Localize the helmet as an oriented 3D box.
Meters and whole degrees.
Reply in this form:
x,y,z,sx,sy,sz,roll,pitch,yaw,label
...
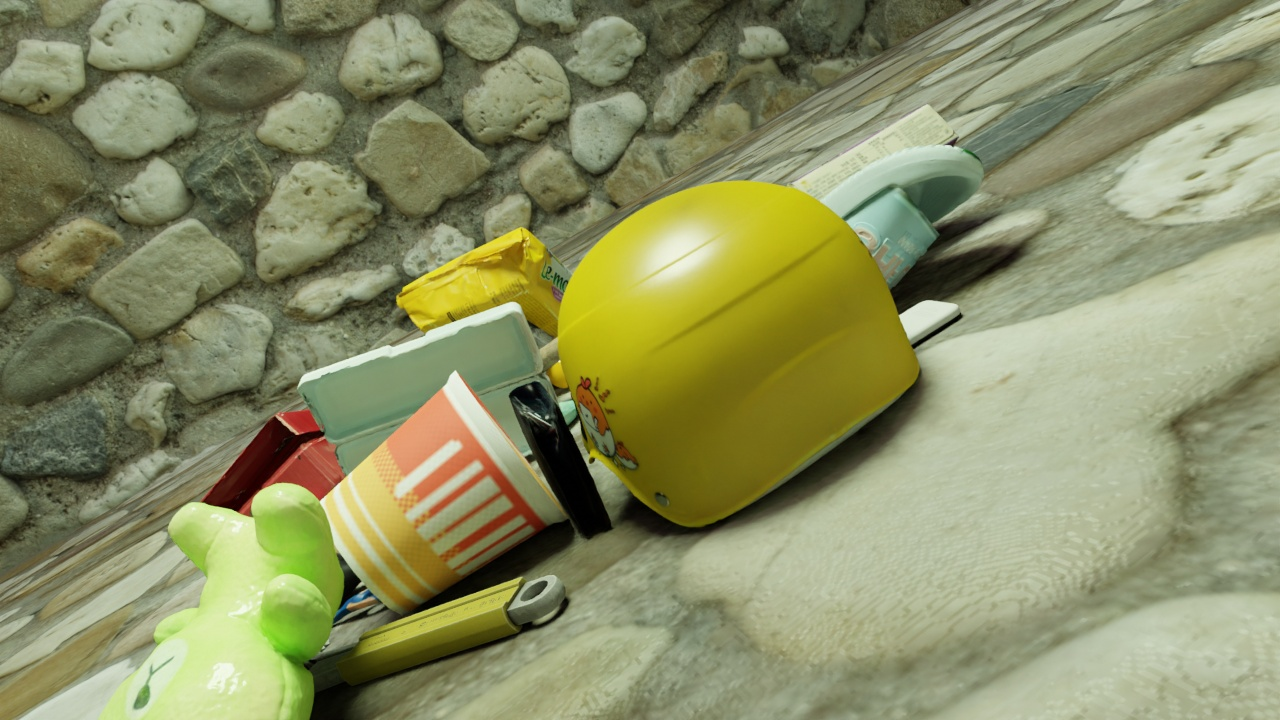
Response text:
x,y,z,sx,sy,sz,roll,pitch,yaw,label
0.035,-0.036,0.555,0.209,0.140,0.240,-33,34,-13,helmet

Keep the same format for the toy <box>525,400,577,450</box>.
x,y,z,sx,sy,sz,roll,pitch,yaw,label
-0.105,0.065,0.843,0.105,0.033,0.085,-24,0,16,toy

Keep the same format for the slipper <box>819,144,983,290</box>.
x,y,z,sx,sy,sz,roll,pitch,yaw,label
0.146,-0.067,0.680,0.246,0.074,0.104,-35,-21,25,slipper

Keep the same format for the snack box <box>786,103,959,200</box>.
x,y,z,sx,sy,sz,roll,pitch,yaw,label
0.179,-0.126,0.771,0.143,0.040,0.148,-31,-19,-14,snack box

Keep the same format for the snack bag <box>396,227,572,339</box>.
x,y,z,sx,sy,sz,roll,pitch,yaw,label
-0.141,-0.046,1.014,0.160,0.068,0.247,-23,-27,13,snack bag

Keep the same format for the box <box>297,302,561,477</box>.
x,y,z,sx,sy,sz,roll,pitch,yaw,label
-0.173,0.040,0.781,0.197,0.135,0.040,-19,25,2,box

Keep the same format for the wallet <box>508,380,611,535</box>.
x,y,z,sx,sy,sz,roll,pitch,yaw,label
-0.057,0.063,0.614,0.026,0.089,0.115,-26,12,-10,wallet

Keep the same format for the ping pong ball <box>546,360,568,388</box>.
x,y,z,sx,sy,sz,roll,pitch,yaw,label
-0.080,0.009,0.969,0.040,0.040,0.040,-28,13,7,ping pong ball

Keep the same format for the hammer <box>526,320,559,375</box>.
x,y,z,sx,sy,sz,roll,pitch,yaw,label
-0.032,-0.041,0.847,0.320,0.049,0.121,-33,36,37,hammer

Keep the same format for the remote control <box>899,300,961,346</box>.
x,y,z,sx,sy,sz,roll,pitch,yaw,label
0.140,0.002,0.599,0.146,0.008,0.045,-31,14,-7,remote control

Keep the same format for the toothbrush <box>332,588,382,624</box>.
x,y,z,sx,sy,sz,roll,pitch,yaw,label
-0.200,0.174,0.662,0.135,0.017,0.021,-25,24,19,toothbrush

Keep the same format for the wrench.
x,y,z,sx,sy,sz,roll,pitch,yaw,label
-0.159,0.178,0.554,0.274,0.018,0.083,-24,14,24,wrench

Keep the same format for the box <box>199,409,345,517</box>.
x,y,z,sx,sy,sz,roll,pitch,yaw,label
-0.352,0.132,0.901,0.157,0.092,0.129,-49,3,3,box

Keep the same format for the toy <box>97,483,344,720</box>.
x,y,z,sx,sy,sz,roll,pitch,yaw,label
-0.226,0.170,0.508,0.150,0.107,0.196,-16,54,28,toy

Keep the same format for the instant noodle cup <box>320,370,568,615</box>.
x,y,z,sx,sy,sz,roll,pitch,yaw,label
-0.134,0.093,0.611,0.121,0.123,0.123,-37,14,-8,instant noodle cup

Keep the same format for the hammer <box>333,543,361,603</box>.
x,y,z,sx,sy,sz,roll,pitch,yaw,label
-0.270,0.155,0.848,0.132,0.040,0.305,-27,12,-2,hammer
